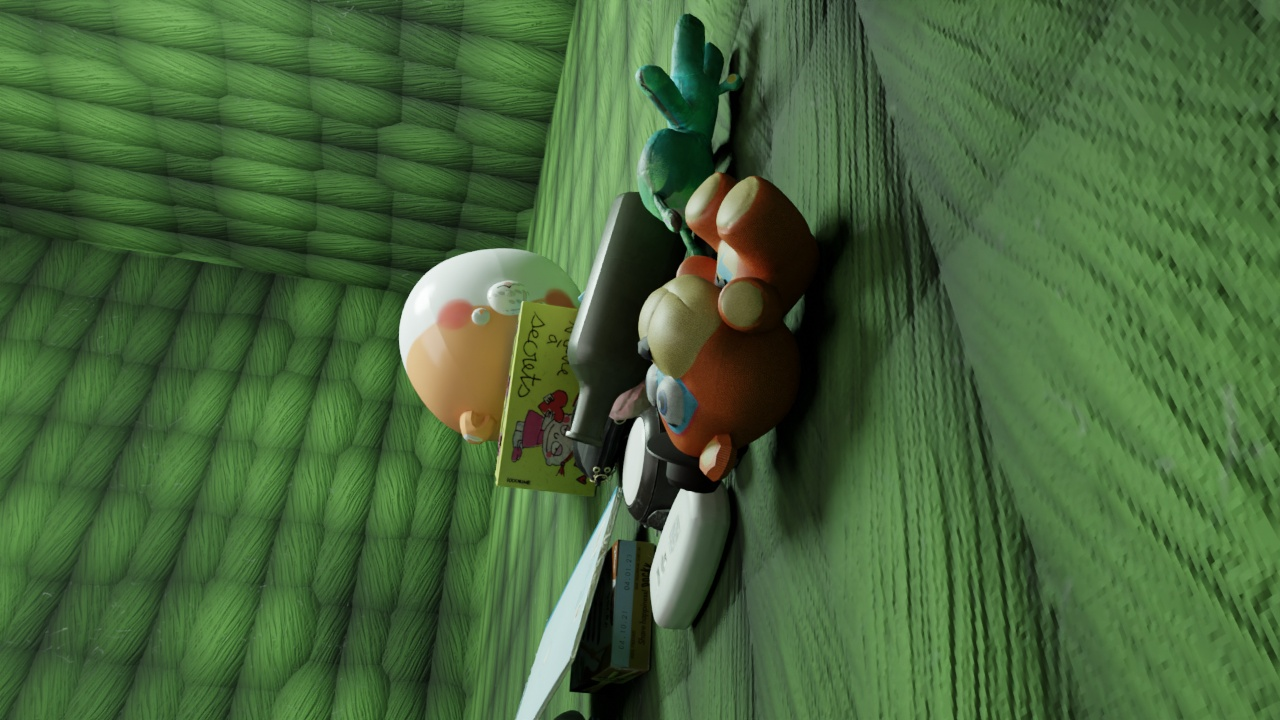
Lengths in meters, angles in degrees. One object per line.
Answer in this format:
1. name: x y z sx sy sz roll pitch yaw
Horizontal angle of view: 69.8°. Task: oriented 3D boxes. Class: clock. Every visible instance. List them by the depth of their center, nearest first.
1. clock: 0.012 0.084 0.698 0.091 0.043 0.122 156 122 -77

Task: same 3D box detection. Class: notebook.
1. notebook: -0.075 0.254 0.837 0.180 0.009 0.254 -73 6 -49

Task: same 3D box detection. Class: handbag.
1. handbag: -0.038 0.067 0.941 0.079 0.054 0.129 -105 28 -55

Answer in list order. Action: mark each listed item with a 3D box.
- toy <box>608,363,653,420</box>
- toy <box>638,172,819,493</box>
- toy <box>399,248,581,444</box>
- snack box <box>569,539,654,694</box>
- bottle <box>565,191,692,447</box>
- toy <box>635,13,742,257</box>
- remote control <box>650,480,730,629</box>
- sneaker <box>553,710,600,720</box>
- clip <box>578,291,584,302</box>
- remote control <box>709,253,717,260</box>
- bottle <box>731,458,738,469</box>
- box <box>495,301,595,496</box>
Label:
1. toy: -0.005 0.005 0.839 0.108 0.053 0.105 133 159 -73
2. toy: 0.047 -0.013 0.503 0.112 0.096 0.176 -137 45 -72
3. toy: -0.193 -0.017 1.264 0.266 0.262 0.280 109 147 -53
4. snack box: -0.028 0.233 0.815 0.186 0.031 0.100 120 156 -61
5. bottle: -0.017 -0.032 0.754 0.071 0.071 0.206 156 132 -77
6. toy: 0.040 -0.172 0.707 0.130 0.072 0.193 34 -119 -59
7. remote control: 0.032 0.126 0.605 0.060 0.028 0.115 -97 19 -54
8. sneaker: -0.084 0.399 0.866 0.270 0.103 0.132 122 169 -63
9. clip: -0.018 -0.096 0.917 0.027 0.103 0.120 -25 -33 -56
10. remote control: 0.039 -0.043 0.731 0.147 0.015 0.033 128 149 -68
11. bottle: 0.045 0.022 0.613 0.030 0.030 0.112 110 164 -45
12. box: -0.102 0.044 1.104 0.080 0.124 0.221 -167 87 -79
